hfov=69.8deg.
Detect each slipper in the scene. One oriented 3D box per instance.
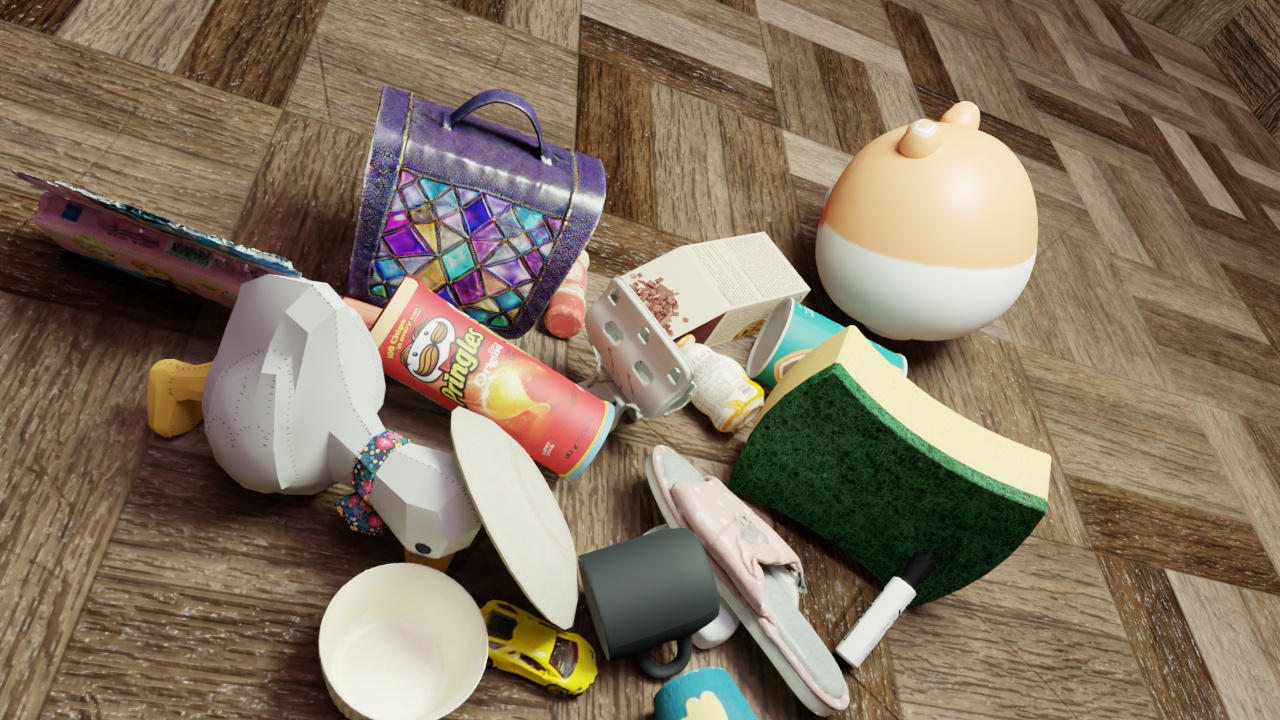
[{"bbox_3d":[0.100,0.181,0.805,0.274,0.054,0.114,54,18,14],"label":"slipper"}]

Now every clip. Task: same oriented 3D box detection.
[{"bbox_3d":[-0.005,0.005,0.866,0.081,0.148,0.125,-21,64,-32],"label":"clip"}]

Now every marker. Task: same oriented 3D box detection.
[{"bbox_3d":[0.226,0.224,0.838,0.025,0.025,0.125,40,83,8],"label":"marker"}]

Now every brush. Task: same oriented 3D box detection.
[{"bbox_3d":[0.228,0.107,0.870,0.250,0.196,0.075,34,44,1],"label":"brush"}]

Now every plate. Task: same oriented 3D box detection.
[{"bbox_3d":[-0.087,0.114,0.709,0.027,0.189,0.188,-28,63,1],"label":"plate"}]

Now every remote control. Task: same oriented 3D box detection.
[{"bbox_3d":[0.040,0.197,0.804,0.060,0.028,0.114,-21,64,-41],"label":"remote control"}]

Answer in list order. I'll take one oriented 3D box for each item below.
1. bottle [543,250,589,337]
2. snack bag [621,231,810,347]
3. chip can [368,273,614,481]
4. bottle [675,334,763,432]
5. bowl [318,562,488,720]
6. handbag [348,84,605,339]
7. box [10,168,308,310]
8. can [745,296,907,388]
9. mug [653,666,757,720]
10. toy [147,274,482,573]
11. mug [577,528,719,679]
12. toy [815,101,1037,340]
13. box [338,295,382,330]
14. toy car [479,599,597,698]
[{"bbox_3d":[-0.077,-0.074,0.966,0.044,0.044,0.108,17,44,-16],"label":"bottle"},{"bbox_3d":[0.081,-0.076,1.038,0.205,0.070,0.094,-15,61,-38],"label":"snack bag"},{"bbox_3d":[-0.132,0.018,0.796,0.213,0.087,0.086,33,42,-16],"label":"chip can"},{"bbox_3d":[0.076,0.022,0.954,0.063,0.063,0.108,-27,68,-42],"label":"bottle"},{"bbox_3d":[-0.171,0.209,0.647,0.115,0.063,0.115,16,46,-17],"label":"bowl"},{"bbox_3d":[-0.154,-0.146,0.846,0.204,0.223,0.125,15,38,-21],"label":"handbag"},{"bbox_3d":[-0.363,-0.086,0.720,0.230,0.159,0.035,20,73,-5],"label":"box"},{"bbox_3d":[0.204,0.006,1.015,0.144,0.099,0.099,27,44,-7],"label":"can"},{"bbox_3d":[0.041,0.296,0.689,0.112,0.084,0.104,-18,52,-7],"label":"mug"},{"bbox_3d":[-0.231,0.044,0.680,0.268,0.247,0.140,21,41,20],"label":"toy"},{"bbox_3d":[0.011,0.201,0.738,0.094,0.085,0.122,-16,104,-11],"label":"mug"},{"bbox_3d":[0.347,-0.165,1.125,0.266,0.281,0.262,24,36,32],"label":"toy"},{"bbox_3d":[-0.206,-0.019,0.844,0.186,0.053,0.058,17,78,-15],"label":"box"},{"bbox_3d":[-0.081,0.223,0.711,0.107,0.030,0.049,26,43,-9],"label":"toy car"}]
